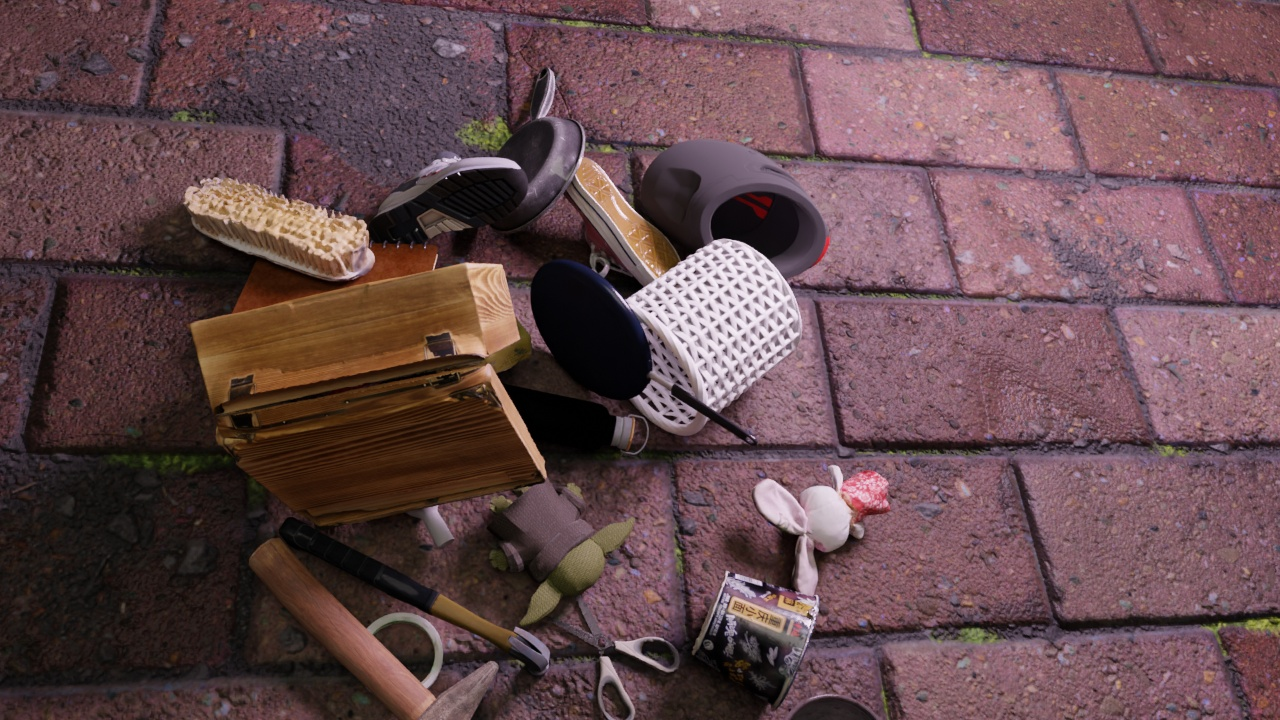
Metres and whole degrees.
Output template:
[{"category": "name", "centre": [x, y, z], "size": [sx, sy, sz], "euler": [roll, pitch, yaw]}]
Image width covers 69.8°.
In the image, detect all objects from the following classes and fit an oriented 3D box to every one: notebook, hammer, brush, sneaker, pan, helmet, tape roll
[{"category": "notebook", "centre": [-0.377, -0.096, 1.155], "size": [0.225, 0.024, 0.167], "euler": [1, 45, -1]}, {"category": "hammer", "centre": [-0.305, 0.300, 0.989], "size": [0.301, 0.037, 0.157], "euler": [41, 63, 8]}, {"category": "hammer", "centre": [-0.250, 0.258, 1.014], "size": [0.333, 0.118, 0.025], "euler": [25, 62, 6]}, {"category": "brush", "centre": [-0.458, -0.166, 1.162], "size": [0.271, 0.057, 0.083], "euler": [20, 50, 16]}, {"category": "sneaker", "centre": [-0.250, -0.234, 1.219], "size": [0.240, 0.089, 0.124], "euler": [-16, 42, 21]}, {"category": "pan", "centre": [-0.007, 0.006, 1.104], "size": [0.356, 0.199, 0.021], "euler": [33, 53, 24]}, {"category": "helmet", "centre": [0.126, -0.219, 1.292], "size": [0.264, 0.164, 0.169], "euler": [16, 26, -19]}, {"category": "sneaker", "centre": [-0.036, -0.167, 1.275], "size": [0.241, 0.088, 0.118], "euler": [49, 41, -12]}, {"category": "tape roll", "centre": [-0.267, 0.328, 1.017], "size": [0.093, 0.018, 0.093], "euler": [5, 64, -11]}, {"category": "pan", "centre": [-0.153, -0.322, 1.307], "size": [0.055, 0.188, 0.356], "euler": [35, 38, -39]}]

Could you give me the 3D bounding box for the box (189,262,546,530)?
[{"category": "box", "centre": [-0.266, 0.048, 0.959], "size": [0.279, 0.269, 0.263], "euler": [-11, 93, 2]}]

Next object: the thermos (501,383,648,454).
[{"category": "thermos", "centre": [-0.103, 0.074, 1.154], "size": [0.231, 0.061, 0.061], "euler": [12, 62, -7]}]

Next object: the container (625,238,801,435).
[{"category": "container", "centre": [0.076, -0.032, 1.175], "size": [0.186, 0.190, 0.189], "euler": [-36, 76, -26]}]

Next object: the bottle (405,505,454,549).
[{"category": "bottle", "centre": [-0.278, 0.135, 1.090], "size": [0.052, 0.053, 0.195], "euler": [-27, 73, -23]}]

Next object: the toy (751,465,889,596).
[{"category": "toy", "centre": [0.240, 0.193, 1.164], "size": [0.193, 0.084, 0.159], "euler": [-27, 92, -27]}]

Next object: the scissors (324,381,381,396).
[{"category": "scissors", "centre": [-0.338, 0.002, 1.122], "size": [0.179, 0.015, 0.194], "euler": [30, 73, 30]}]

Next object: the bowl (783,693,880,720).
[{"category": "bowl", "centre": [0.208, 0.455, 1.031], "size": [0.145, 0.067, 0.144], "euler": [5, 63, -10]}]

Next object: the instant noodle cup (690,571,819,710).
[{"category": "instant noodle cup", "centre": [0.129, 0.312, 1.057], "size": [0.112, 0.137, 0.137], "euler": [23, 61, 9]}]

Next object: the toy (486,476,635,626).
[{"category": "toy", "centre": [-0.109, 0.208, 1.078], "size": [0.179, 0.078, 0.153], "euler": [-40, 85, -25]}]

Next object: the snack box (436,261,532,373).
[{"category": "snack box", "centre": [-0.227, -0.047, 1.164], "size": [0.121, 0.045, 0.181], "euler": [-24, 49, -22]}]

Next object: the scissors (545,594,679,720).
[{"category": "scissors", "centre": [-0.030, 0.342, 1.066], "size": [0.168, 0.013, 0.157], "euler": [2, 62, -10]}]
